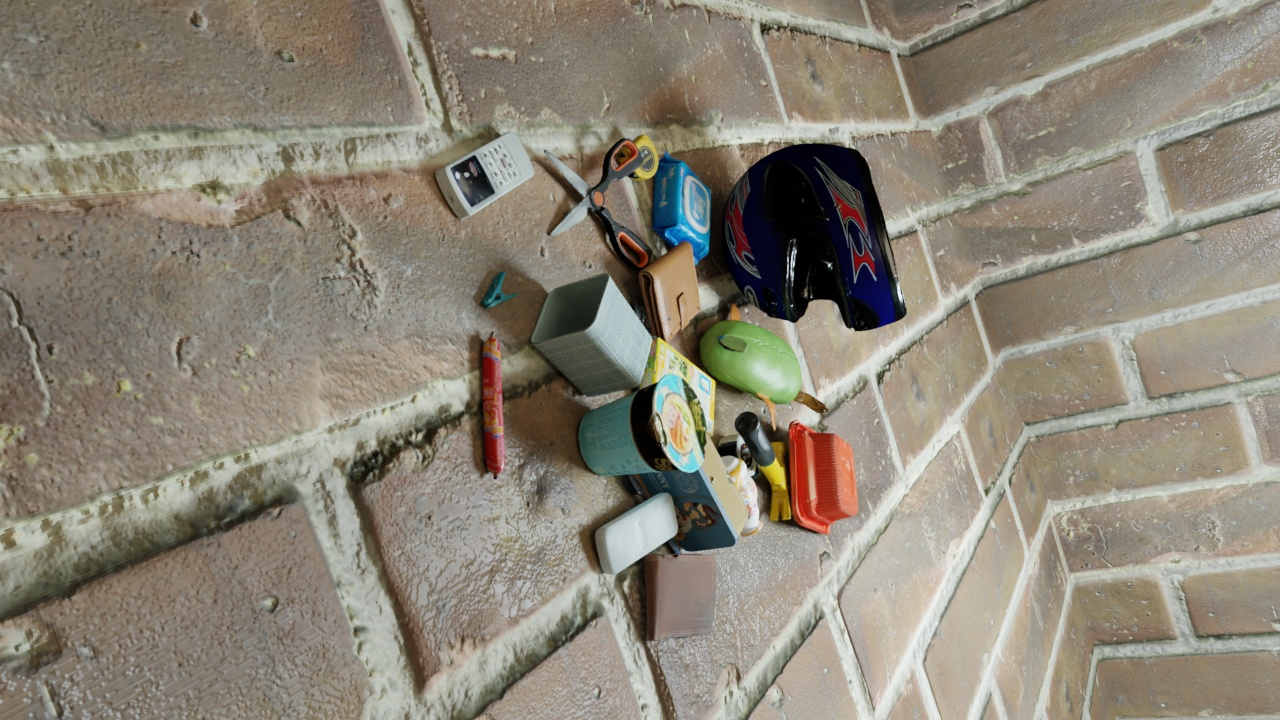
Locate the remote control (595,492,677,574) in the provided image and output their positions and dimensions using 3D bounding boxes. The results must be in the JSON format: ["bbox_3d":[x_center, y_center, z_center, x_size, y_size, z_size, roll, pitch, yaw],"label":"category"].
[{"bbox_3d":[-0.003,0.200,1.067,0.135,0.020,0.056,-21,103,-50],"label":"remote control"}]

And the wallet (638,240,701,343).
[{"bbox_3d":[0.043,-0.092,1.243,0.131,0.031,0.108,-42,125,-54],"label":"wallet"}]

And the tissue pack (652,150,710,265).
[{"bbox_3d":[0.062,-0.224,1.330,0.095,0.052,0.157,33,51,-45],"label":"tissue pack"}]

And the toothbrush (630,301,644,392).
[{"bbox_3d":[-0.007,0.007,1.166,0.017,0.014,0.188,24,57,-38],"label":"toothbrush"}]

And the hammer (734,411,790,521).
[{"bbox_3d":[0.174,0.136,1.274,0.301,0.033,0.128,54,31,-61],"label":"hammer"}]

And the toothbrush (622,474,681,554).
[{"bbox_3d":[0.025,0.209,1.129,0.189,0.016,0.014,60,34,-25],"label":"toothbrush"}]

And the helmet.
[{"bbox_3d":[0.250,-0.174,1.404,0.247,0.241,0.315,52,25,-60],"label":"helmet"}]

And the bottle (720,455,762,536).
[{"bbox_3d":[0.129,0.185,1.242,0.108,0.063,0.063,64,34,-15],"label":"bottle"}]

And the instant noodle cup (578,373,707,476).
[{"bbox_3d":[-0.003,0.082,1.041,0.111,0.121,0.111,30,53,-49],"label":"instant noodle cup"}]

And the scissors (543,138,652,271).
[{"bbox_3d":[-0.048,-0.203,1.180,0.221,0.022,0.233,57,45,-31],"label":"scissors"}]

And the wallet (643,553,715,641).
[{"bbox_3d":[0.047,0.284,1.105,0.124,0.032,0.101,15,72,-50],"label":"wallet"}]

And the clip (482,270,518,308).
[{"bbox_3d":[-0.153,-0.071,0.985,0.034,0.013,0.054,62,33,-17],"label":"clip"}]

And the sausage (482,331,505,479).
[{"bbox_3d":[-0.150,0.044,0.933,0.020,0.020,0.155,17,62,-52],"label":"sausage"}]

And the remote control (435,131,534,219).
[{"bbox_3d":[-0.168,-0.207,1.012,0.058,0.021,0.149,62,34,-17],"label":"remote control"}]

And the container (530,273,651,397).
[{"bbox_3d":[-0.050,-0.024,1.048,0.111,0.090,0.090,50,40,-35],"label":"container"}]

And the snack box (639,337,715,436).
[{"bbox_3d":[0.049,0.039,1.217,0.140,0.034,0.086,38,47,-44],"label":"snack box"}]

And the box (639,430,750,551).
[{"bbox_3d":[0.059,0.148,1.135,0.184,0.090,0.061,59,37,-17],"label":"box"}]

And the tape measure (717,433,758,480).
[{"bbox_3d":[0.138,0.138,1.304,0.065,0.034,0.066,13,68,-55],"label":"tape measure"}]

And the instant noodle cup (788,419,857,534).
[{"bbox_3d":[0.288,0.183,1.444,0.188,0.079,0.164,29,55,-59],"label":"instant noodle cup"}]

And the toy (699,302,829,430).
[{"bbox_3d":[0.175,0.005,1.363,0.246,0.090,0.226,22,39,-43],"label":"toy"}]

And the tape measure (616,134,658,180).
[{"bbox_3d":[-0.004,-0.280,1.278,0.059,0.029,0.057,-48,121,-34],"label":"tape measure"}]
